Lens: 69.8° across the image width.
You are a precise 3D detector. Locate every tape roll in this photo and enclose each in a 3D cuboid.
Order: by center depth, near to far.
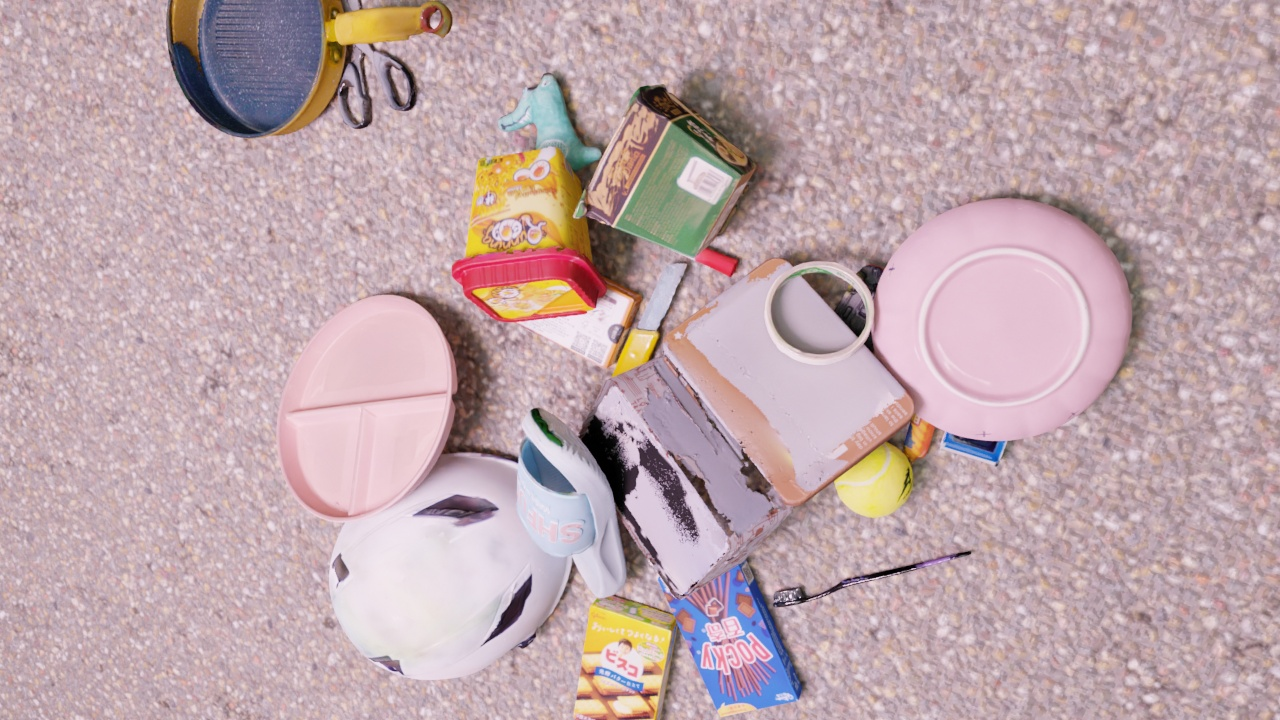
[{"bbox_3d":[0.143,-0.038,0.733,0.086,0.014,0.085,-2,70,6],"label":"tape roll"}]

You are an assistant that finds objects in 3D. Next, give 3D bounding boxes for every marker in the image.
[{"bbox_3d":[0.019,-0.110,0.820,0.145,0.017,0.017,26,111,12],"label":"marker"}]

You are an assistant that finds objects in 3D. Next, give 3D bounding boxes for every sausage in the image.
[{"bbox_3d":[0.247,0.012,0.765,0.021,0.021,0.165,15,108,16],"label":"sausage"}]

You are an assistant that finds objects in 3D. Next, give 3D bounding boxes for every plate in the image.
[{"bbox_3d":[0.276,-0.027,0.706,0.192,0.039,0.192,3,101,15],"label":"plate"},{"bbox_3d":[-0.270,0.046,0.908,0.230,0.028,0.229,-10,70,28],"label":"plate"}]

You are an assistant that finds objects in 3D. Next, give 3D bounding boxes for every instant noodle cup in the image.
[{"bbox_3d":[-0.095,-0.109,0.796,0.116,0.116,0.123,-6,74,12],"label":"instant noodle cup"}]

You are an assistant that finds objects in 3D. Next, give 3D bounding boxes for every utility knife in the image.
[{"bbox_3d":[-0.005,0.005,0.858,0.033,0.015,0.224,29,114,12],"label":"utility knife"}]

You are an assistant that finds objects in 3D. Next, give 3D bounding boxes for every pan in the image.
[{"bbox_3d":[-0.307,-0.304,0.846,0.358,0.078,0.198,7,103,22],"label":"pan"}]

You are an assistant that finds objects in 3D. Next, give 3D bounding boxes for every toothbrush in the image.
[{"bbox_3d":[0.205,0.196,0.832,0.189,0.014,0.016,-22,83,23],"label":"toothbrush"}]

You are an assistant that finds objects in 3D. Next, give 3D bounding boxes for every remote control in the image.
[{"bbox_3d":[0.288,0.024,0.751,0.049,0.024,0.125,18,108,15],"label":"remote control"}]

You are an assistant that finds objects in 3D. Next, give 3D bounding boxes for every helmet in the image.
[{"bbox_3d":[-0.206,0.215,0.916,0.259,0.145,0.229,-26,94,24],"label":"helmet"}]

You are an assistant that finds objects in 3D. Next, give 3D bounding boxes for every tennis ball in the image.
[{"bbox_3d":[0.198,0.100,0.782,0.065,0.065,0.065,5,105,19],"label":"tennis ball"}]

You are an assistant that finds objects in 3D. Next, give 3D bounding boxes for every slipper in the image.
[{"bbox_3d":[-0.071,0.139,0.831,0.104,0.074,0.246,46,157,42],"label":"slipper"}]

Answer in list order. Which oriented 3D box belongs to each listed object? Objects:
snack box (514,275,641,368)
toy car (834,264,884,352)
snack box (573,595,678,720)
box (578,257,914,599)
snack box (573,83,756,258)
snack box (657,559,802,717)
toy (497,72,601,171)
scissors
[{"bbox_3d":[-0.081,-0.059,0.865,0.154,0.026,0.075,27,111,12],"label":"snack box"},{"bbox_3d":[0.181,-0.028,0.773,0.049,0.031,0.106,33,111,11],"label":"toy car"},{"bbox_3d":[-0.015,0.313,0.933,0.087,0.033,0.140,14,106,16],"label":"snack box"},{"bbox_3d":[0.069,0.059,0.764,0.270,0.136,0.179,-45,69,23],"label":"box"},{"bbox_3d":[0.029,-0.149,0.756,0.105,0.117,0.118,31,115,5],"label":"snack box"},{"bbox_3d":[0.086,0.263,0.885,0.085,0.026,0.157,-22,95,23],"label":"snack box"},{"bbox_3d":[-0.085,-0.209,0.828,0.097,0.030,0.092,-14,94,30],"label":"toy"},{"bbox_3d":[-0.273,-0.306,0.880,0.164,0.014,0.164,35,111,9],"label":"scissors"}]
